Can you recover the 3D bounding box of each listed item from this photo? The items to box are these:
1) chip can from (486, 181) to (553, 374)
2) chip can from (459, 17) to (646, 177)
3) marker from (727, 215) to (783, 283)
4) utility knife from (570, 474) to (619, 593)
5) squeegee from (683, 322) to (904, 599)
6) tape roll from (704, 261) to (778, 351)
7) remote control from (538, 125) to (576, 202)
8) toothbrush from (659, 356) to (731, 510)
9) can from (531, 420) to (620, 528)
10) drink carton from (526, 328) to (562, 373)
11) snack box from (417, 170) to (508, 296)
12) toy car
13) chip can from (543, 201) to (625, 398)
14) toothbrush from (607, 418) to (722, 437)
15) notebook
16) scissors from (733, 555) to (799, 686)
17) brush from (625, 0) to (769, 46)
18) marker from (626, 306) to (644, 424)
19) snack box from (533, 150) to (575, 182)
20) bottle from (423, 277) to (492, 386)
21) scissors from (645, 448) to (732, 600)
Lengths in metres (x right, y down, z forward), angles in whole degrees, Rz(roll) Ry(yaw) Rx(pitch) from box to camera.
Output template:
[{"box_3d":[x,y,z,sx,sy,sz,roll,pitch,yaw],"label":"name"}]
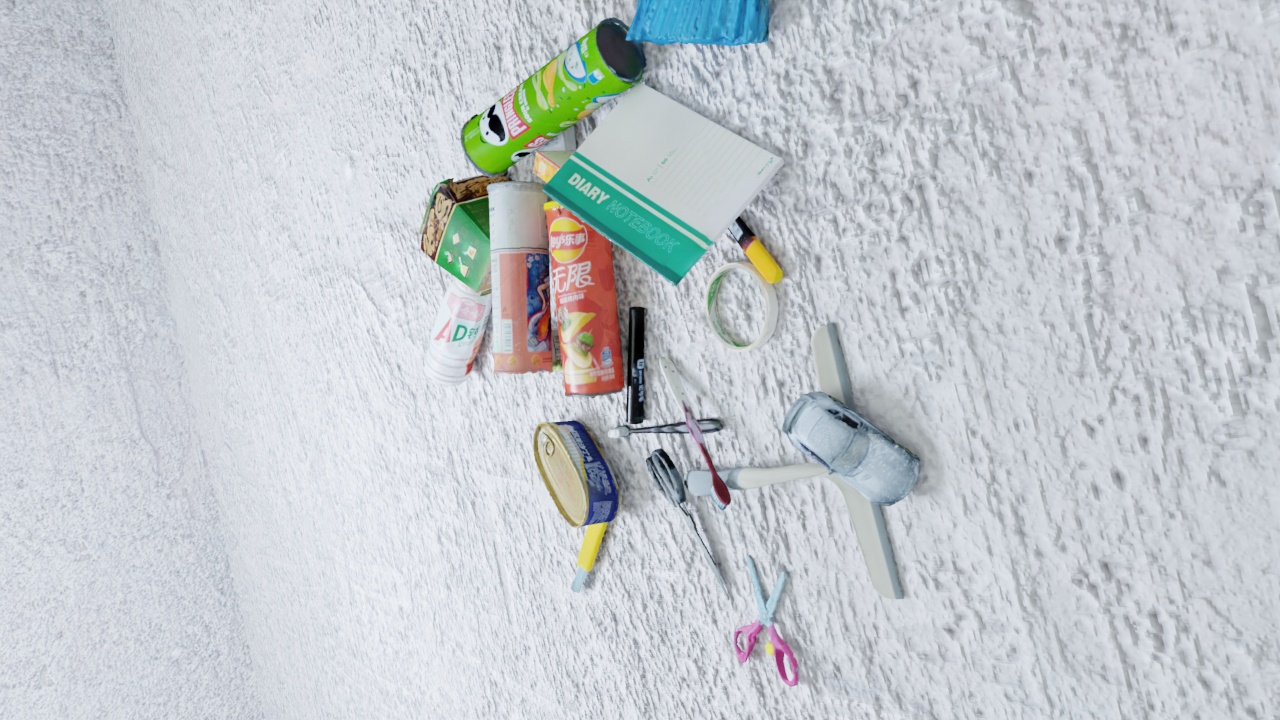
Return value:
[{"box_3d":[-0.137,-0.091,1.047,0.071,0.071,0.214,1,92,50],"label":"chip can"},{"box_3d":[-0.098,-0.276,0.982,0.237,0.072,0.072,-21,83,42],"label":"chip can"},{"box_3d":[0.096,-0.119,0.860,0.123,0.015,0.018,57,135,27],"label":"marker"},{"box_3d":[-0.058,0.217,1.130,0.033,0.015,0.197,49,131,42],"label":"utility knife"},{"box_3d":[0.112,0.110,0.881,0.247,0.039,0.246,-16,87,51],"label":"squeegee"},{"box_3d":[0.095,-0.051,0.878,0.086,0.013,0.086,16,112,47],"label":"tape roll"},{"box_3d":[-0.094,-0.226,1.056,0.056,0.019,0.135,2,100,50],"label":"remote control"},{"box_3d":[0.053,0.070,0.931,0.017,0.016,0.187,111,145,-47],"label":"toothbrush"},{"box_3d":[-0.078,0.132,1.091,0.148,0.049,0.075,55,135,38],"label":"can"},{"box_3d":[-0.102,-0.012,1.101,0.123,0.045,0.053,-2,89,50],"label":"drink carton"},{"box_3d":[-0.190,-0.155,1.132,0.105,0.118,0.118,46,133,16],"label":"snack box"},{"box_3d":[0.177,0.074,0.776,0.120,0.036,0.054,36,106,23],"label":"toy car"},{"box_3d":[-0.061,-0.069,1.010,0.073,0.073,0.216,2,99,50],"label":"chip can"},{"box_3d":[0.024,0.075,0.997,0.181,0.018,0.015,-9,89,50],"label":"toothbrush"},{"box_3d":[0.015,-0.174,0.873,0.150,0.012,0.209,-49,54,-2],"label":"notebook"},{"box_3d":[0.122,0.264,0.929,0.124,0.017,0.133,-32,71,53],"label":"scissors"},{"box_3d":[0.105,-0.321,0.770,0.315,0.060,0.109,20,111,43],"label":"brush"},{"box_3d":[-0.006,0.006,1.011,0.022,0.020,0.132,-149,57,-62],"label":"marker"},{"box_3d":[-0.037,-0.179,0.954,0.156,0.076,0.027,41,129,37],"label":"snack box"},{"box_3d":[-0.242,-0.058,1.245,0.068,0.068,0.197,48,130,32],"label":"bottle"},{"box_3d":[0.054,0.170,0.970,0.173,0.014,0.141,48,155,44],"label":"scissors"}]
